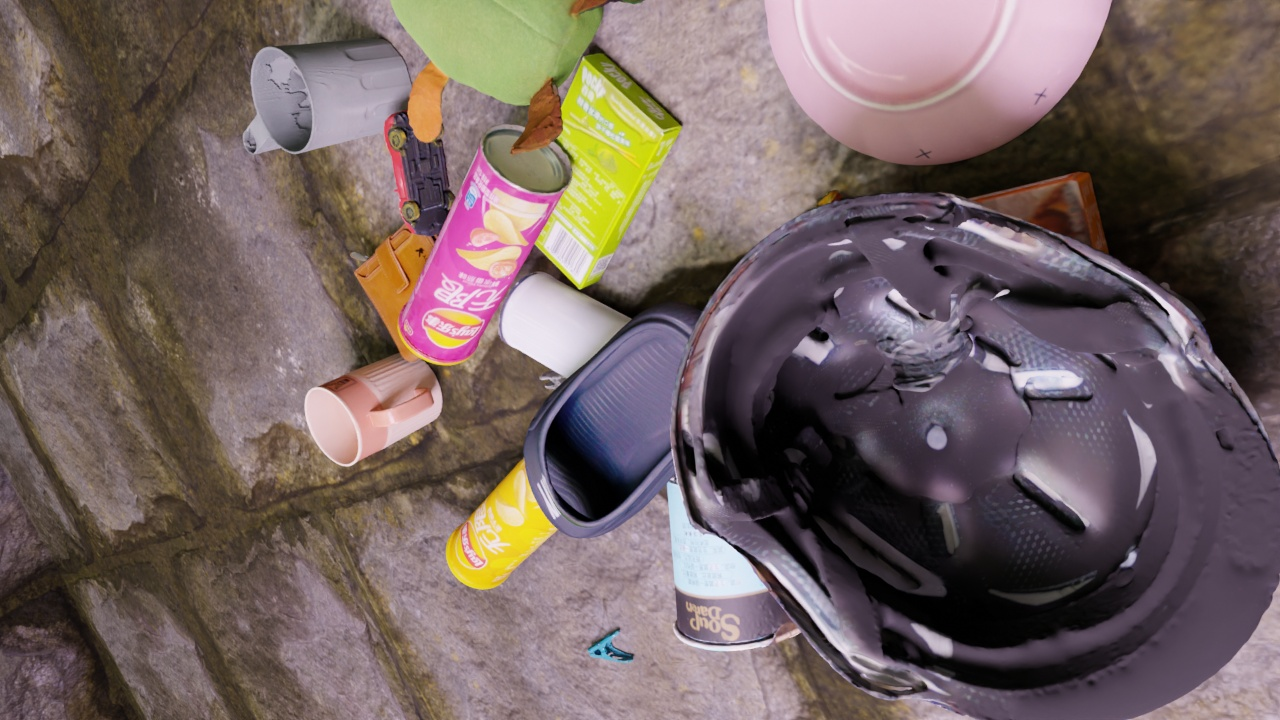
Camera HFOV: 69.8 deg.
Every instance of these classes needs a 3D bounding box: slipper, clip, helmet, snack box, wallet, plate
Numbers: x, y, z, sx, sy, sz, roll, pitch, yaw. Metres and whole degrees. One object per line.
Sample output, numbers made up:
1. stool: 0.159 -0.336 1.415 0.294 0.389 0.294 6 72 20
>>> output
1. slipper: -0.033 0.057 0.637 0.110 0.083 0.269 51 139 9
2. clip: -0.062 0.015 0.780 0.058 0.026 0.042 -1 117 44
3. helmet: 0.154 0.039 0.472 0.274 0.156 0.230 33 105 3
4. clip: -0.032 0.279 0.891 0.054 0.013 0.033 -23 95 42
5. snack box: -0.037 -0.136 0.680 0.086 0.026 0.157 45 133 14
6. snack box: 0.226 -0.022 0.514 0.075 0.026 0.154 -9 105 43
7. wallet: -0.210 -0.072 0.859 0.131 0.035 0.119 -29 97 44
8. plate: 0.144 -0.197 0.488 0.193 0.038 0.193 18 122 33

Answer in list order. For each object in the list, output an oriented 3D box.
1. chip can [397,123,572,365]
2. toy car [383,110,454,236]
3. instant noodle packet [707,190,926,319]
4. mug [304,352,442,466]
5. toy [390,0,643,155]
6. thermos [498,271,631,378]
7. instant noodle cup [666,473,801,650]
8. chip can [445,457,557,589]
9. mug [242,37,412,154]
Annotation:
1. chip can: -0.126 -0.083 0.715 0.071 0.071 0.211 49 135 10
2. toy car: -0.189 -0.159 0.782 0.031 0.049 0.106 10 117 37
3. instant noodle packet: 0.112 -0.029 0.596 0.129 0.044 0.110 -42 75 40
4. mug: -0.249 0.044 0.893 0.115 0.105 0.082 -5 107 41
5. toy: -0.097 -0.247 0.627 0.247 0.090 0.227 43 105 29
6. thermos: -0.004 0.004 0.692 0.224 0.073 0.073 29 127 29
7. instant noodle cup: 0.069 0.134 0.677 0.111 0.111 0.120 -4 100 41
8. chip can: -0.108 0.140 0.846 0.072 0.071 0.214 52 134 8
9. mug: -0.270 -0.219 0.783 0.124 0.103 0.083 -23 95 45
